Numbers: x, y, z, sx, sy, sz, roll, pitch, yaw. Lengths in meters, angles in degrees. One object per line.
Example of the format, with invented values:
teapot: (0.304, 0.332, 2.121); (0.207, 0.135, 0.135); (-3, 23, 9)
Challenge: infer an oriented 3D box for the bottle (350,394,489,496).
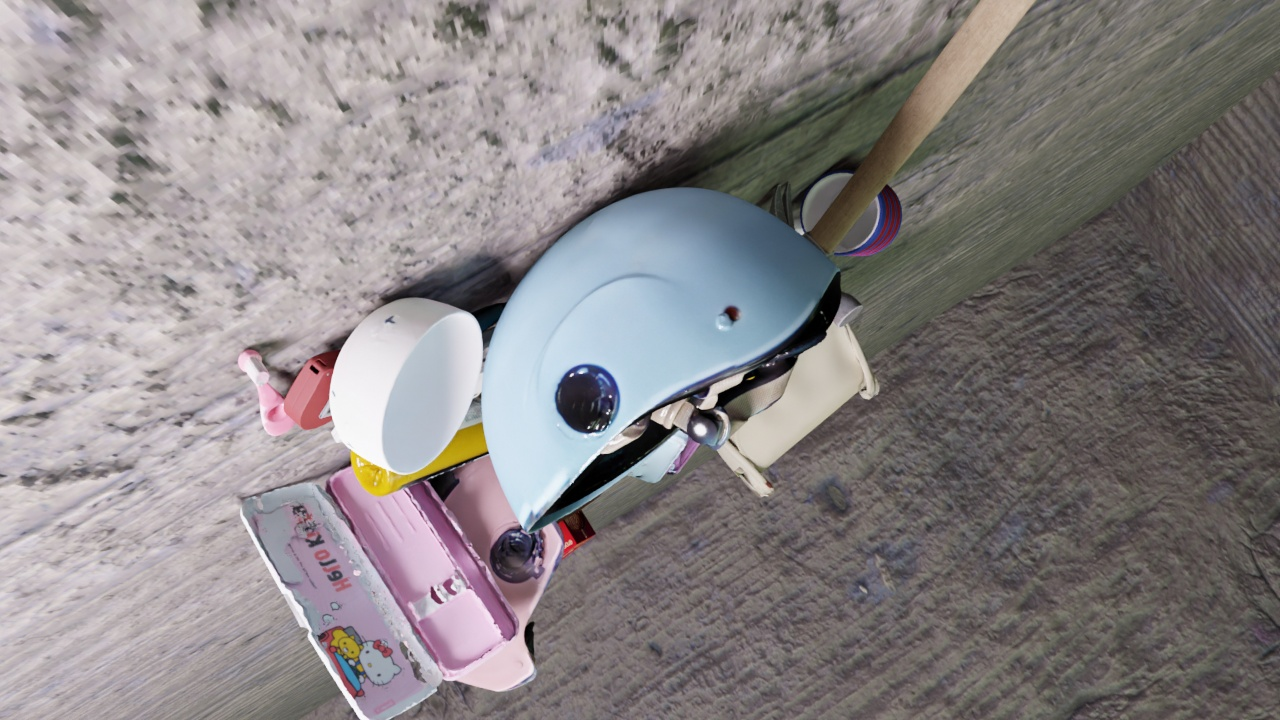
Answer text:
bottle: (-0.153, 0.061, 0.781); (0.185, 0.053, 0.053); (-20, 162, -48)

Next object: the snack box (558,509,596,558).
snack box: (-0.145, 0.201, 1.164); (0.035, 0.132, 0.152); (-19, 161, -50)

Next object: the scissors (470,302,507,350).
scissors: (-0.147, -0.002, 0.626); (0.151, 0.019, 0.120); (-35, 171, 16)

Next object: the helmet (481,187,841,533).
helmet: (-0.003, -0.006, 0.613); (0.266, 0.167, 0.225); (-44, 167, 11)

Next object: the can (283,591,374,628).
can: (-0.334, 0.245, 1.019); (0.114, 0.063, 0.063); (-27, 167, -25)

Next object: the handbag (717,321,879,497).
handbag: (0.167, 0.021, 1.084); (0.229, 0.184, 0.132); (-41, 170, -6)

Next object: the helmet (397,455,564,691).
helmet: (-0.158, 0.174, 0.876); (0.230, 0.152, 0.255); (-142, -113, -79)

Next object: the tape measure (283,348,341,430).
tape measure: (-0.188, 0.018, 0.561); (0.051, 0.019, 0.058); (-55, 169, 19)

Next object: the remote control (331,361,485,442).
remote control: (-0.170, 0.029, 0.709); (0.135, 0.011, 0.050); (-20, 162, -47)

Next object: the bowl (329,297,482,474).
bowl: (-0.144, 0.011, 0.547); (0.105, 0.054, 0.105); (22, 89, -76)

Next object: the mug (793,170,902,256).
mug: (0.179, -0.132, 0.855); (0.112, 0.075, 0.076); (-10, -179, 29)

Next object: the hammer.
hammer: (0.200, -0.173, 0.682); (0.030, 0.119, 0.332); (-22, 155, -42)

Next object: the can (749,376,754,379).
can: (0.107, -0.029, 0.973); (0.072, 0.101, 0.131); (-30, 168, -14)

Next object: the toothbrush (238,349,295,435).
toothbrush: (-0.221, 0.025, 0.549); (0.021, 0.016, 0.135); (-34, 169, -22)

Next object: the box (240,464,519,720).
box: (-0.204, 0.171, 0.725); (0.155, 0.201, 0.059); (-24, 158, -37)

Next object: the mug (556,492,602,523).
mug: (-0.113, 0.135, 1.055); (0.096, 0.110, 0.123); (-13, 157, -46)

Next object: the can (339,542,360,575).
can: (-0.280, 0.194, 0.947); (0.067, 0.067, 0.076); (-25, 166, -32)

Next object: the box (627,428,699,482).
box: (0.011, 0.063, 0.931); (0.092, 0.089, 0.214); (12, 162, -2)
